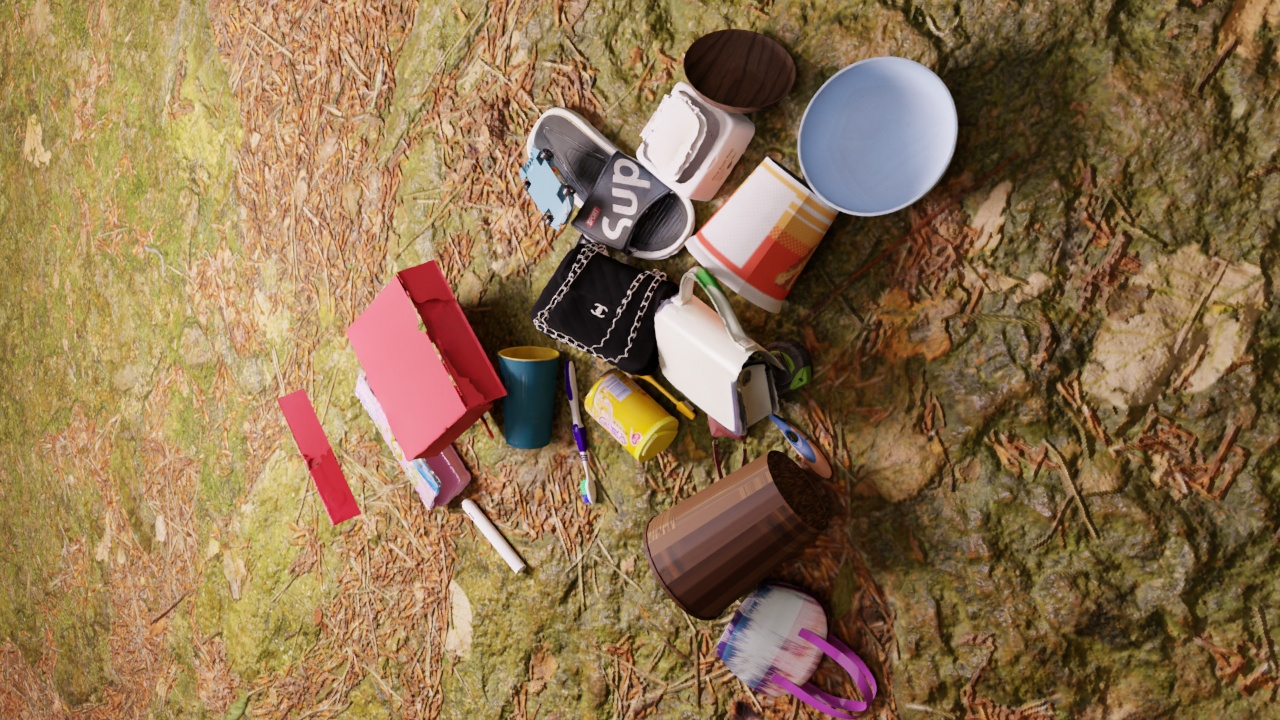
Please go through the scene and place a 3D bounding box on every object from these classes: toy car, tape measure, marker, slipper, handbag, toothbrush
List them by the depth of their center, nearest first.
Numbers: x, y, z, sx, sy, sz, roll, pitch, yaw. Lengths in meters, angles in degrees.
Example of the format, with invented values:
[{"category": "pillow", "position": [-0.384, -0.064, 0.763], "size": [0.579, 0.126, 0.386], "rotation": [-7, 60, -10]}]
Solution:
[{"category": "handbag", "position": [0.083, -0.027, 0.973], "size": [0.151, 0.073, 0.176], "rotation": [39, 150, 44]}, {"category": "tape measure", "position": [0.153, 0.008, 1.005], "size": [0.066, 0.035, 0.058], "rotation": [-34, 76, 31]}, {"category": "handbag", "position": [0.179, 0.330, 1.016], "size": [0.170, 0.067, 0.145], "rotation": [32, 111, 19]}, {"category": "toothbrush", "position": [0.164, 0.079, 1.020], "size": [0.135, 0.017, 0.022], "rotation": [47, 121, 17]}, {"category": "handbag", "position": [0.102, 0.104, 1.058], "size": [0.055, 0.029, 0.120], "rotation": [6, 104, 34]}, {"category": "handbag", "position": [-0.040, -0.066, 1.059], "size": [0.154, 0.114, 0.125], "rotation": [24, 87, 17]}, {"category": "toy car", "position": [-0.104, -0.204, 1.095], "size": [0.107, 0.027, 0.060], "rotation": [58, 132, 25]}, {"category": "slipper", "position": [-0.049, -0.210, 1.097], "size": [0.264, 0.063, 0.111], "rotation": [45, 117, 23]}, {"category": "toothbrush", "position": [-0.007, 0.007, 1.113], "size": [0.197, 0.030, 0.031], "rotation": [41, 130, 20]}, {"category": "toothbrush", "position": [-0.079, 0.092, 1.178], "size": [0.016, 0.015, 0.186], "rotation": [-10, 90, 38]}, {"category": "marker", "position": [-0.206, 0.243, 1.277], "size": [0.133, 0.017, 0.020], "rotation": [46, 153, 21]}]

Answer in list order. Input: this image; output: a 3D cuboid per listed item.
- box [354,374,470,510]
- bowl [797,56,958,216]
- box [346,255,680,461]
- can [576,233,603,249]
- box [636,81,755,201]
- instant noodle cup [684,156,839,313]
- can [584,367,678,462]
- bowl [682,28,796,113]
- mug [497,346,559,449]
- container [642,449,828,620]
[{"category": "box", "position": [-0.341, 0.107, 1.320], "size": [0.085, 0.063, 0.230], "rotation": [-46, 72, 28]}, {"category": "bowl", "position": [0.237, -0.212, 0.898], "size": [0.151, 0.074, 0.150], "rotation": [1, 91, 27]}, {"category": "box", "position": [-0.168, -0.060, 1.186], "size": [0.425, 0.128, 0.212], "rotation": [-31, 73, -1]}, {"category": "can", "position": [-0.074, -0.119, 1.140], "size": [0.031, 0.031, 0.081], "rotation": [38, 114, 24]}, {"category": "box", "position": [0.047, -0.245, 1.008], "size": [0.102, 0.101, 0.108], "rotation": [43, 114, 20]}, {"category": "instant noodle cup", "position": [0.133, -0.136, 0.959], "size": [0.123, 0.123, 0.121], "rotation": [44, 109, 21]}, {"category": "can", "position": [-0.011, 0.066, 1.100], "size": [0.105, 0.067, 0.068], "rotation": [42, 115, 22]}, {"category": "bowl", "position": [0.103, -0.300, 0.976], "size": [0.119, 0.119, 0.032], "rotation": [45, 157, 21]}, {"category": "mug", "position": [-0.144, 0.049, 1.184], "size": [0.078, 0.078, 0.121], "rotation": [10, 106, 32]}, {"category": "container", "position": [0.108, 0.185, 1.007], "size": [0.168, 0.132, 0.132], "rotation": [-40, 74, 24]}]
